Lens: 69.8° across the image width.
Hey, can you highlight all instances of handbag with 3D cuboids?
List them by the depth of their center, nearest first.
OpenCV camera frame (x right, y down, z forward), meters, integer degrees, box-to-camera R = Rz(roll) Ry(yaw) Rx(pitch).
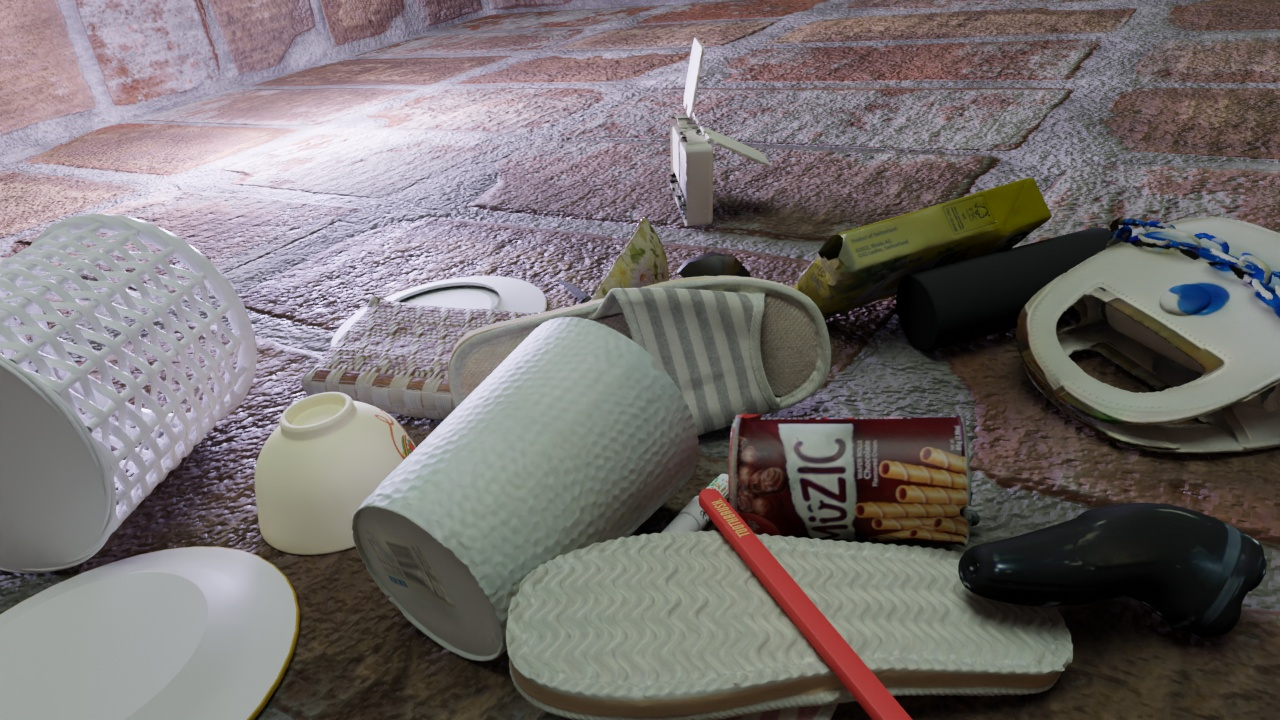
[{"bbox_3d":[0.360,-0.022,0.608,0.199,0.093,0.200,-20,30,-7],"label":"handbag"},{"bbox_3d":[-0.171,0.000,0.760,0.186,0.047,0.123,5,40,22],"label":"handbag"}]

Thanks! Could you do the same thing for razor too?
[{"bbox_3d":[0.220,0.102,0.431,0.140,0.053,0.063,-2,65,-11],"label":"razor"}]

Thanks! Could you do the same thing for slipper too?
[{"bbox_3d":[0.069,0.136,0.434,0.263,0.052,0.115,0,31,-6],"label":"slipper"},{"bbox_3d":[-0.004,0.004,0.644,0.273,0.114,0.054,-6,10,5],"label":"slipper"}]

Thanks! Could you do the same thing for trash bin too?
[{"bbox_3d":[-0.065,0.072,0.517,0.133,0.133,0.160,12,39,34],"label":"trash bin"}]

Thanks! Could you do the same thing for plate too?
[{"bbox_3d":[-0.307,0.172,0.505,0.230,0.021,0.229,-7,28,4],"label":"plate"},{"bbox_3d":[-0.194,-0.044,0.883,0.208,0.015,0.208,-7,28,4],"label":"plate"}]

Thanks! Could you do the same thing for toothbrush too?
[{"bbox_3d":[0.080,0.116,0.398,0.012,0.018,0.212,-11,33,-24],"label":"toothbrush"}]

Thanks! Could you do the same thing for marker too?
[{"bbox_3d":[0.013,0.110,0.532,0.017,0.017,0.145,13,35,35],"label":"marker"}]

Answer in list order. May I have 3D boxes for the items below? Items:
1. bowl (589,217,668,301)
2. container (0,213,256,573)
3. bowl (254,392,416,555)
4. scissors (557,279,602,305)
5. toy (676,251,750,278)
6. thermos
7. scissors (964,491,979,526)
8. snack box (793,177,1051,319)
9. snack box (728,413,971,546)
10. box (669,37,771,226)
[{"bbox_3d":[-0.011,-0.036,0.731,0.063,0.145,0.144,31,31,-6],"label":"bowl"},{"bbox_3d":[-0.403,0.018,0.646,0.189,0.189,0.186,-4,29,10],"label":"container"},{"bbox_3d":[-0.209,0.064,0.622,0.118,0.074,0.117,-7,28,4],"label":"bowl"},{"bbox_3d":[-0.045,-0.047,0.848,0.158,0.013,0.170,15,37,34],"label":"scissors"},{"bbox_3d":[0.069,-0.061,0.793,0.076,0.063,0.100,26,10,-9],"label":"toy"},{"bbox_3d":[0.320,-0.064,0.721,0.231,0.061,0.061,-15,28,-11],"label":"thermos"},{"bbox_3d":[0.121,0.087,0.543,0.138,0.019,0.136,-31,33,-33],"label":"scissors"},{"bbox_3d":[0.221,-0.084,0.744,0.180,0.045,0.121,-17,-13,-13],"label":"snack box"},{"bbox_3d":[0.112,0.064,0.496,0.121,0.072,0.072,-1,29,15],"label":"snack box"},{"bbox_3d":[0.089,-0.260,1.034,0.099,0.184,0.143,-5,32,-4],"label":"box"}]
